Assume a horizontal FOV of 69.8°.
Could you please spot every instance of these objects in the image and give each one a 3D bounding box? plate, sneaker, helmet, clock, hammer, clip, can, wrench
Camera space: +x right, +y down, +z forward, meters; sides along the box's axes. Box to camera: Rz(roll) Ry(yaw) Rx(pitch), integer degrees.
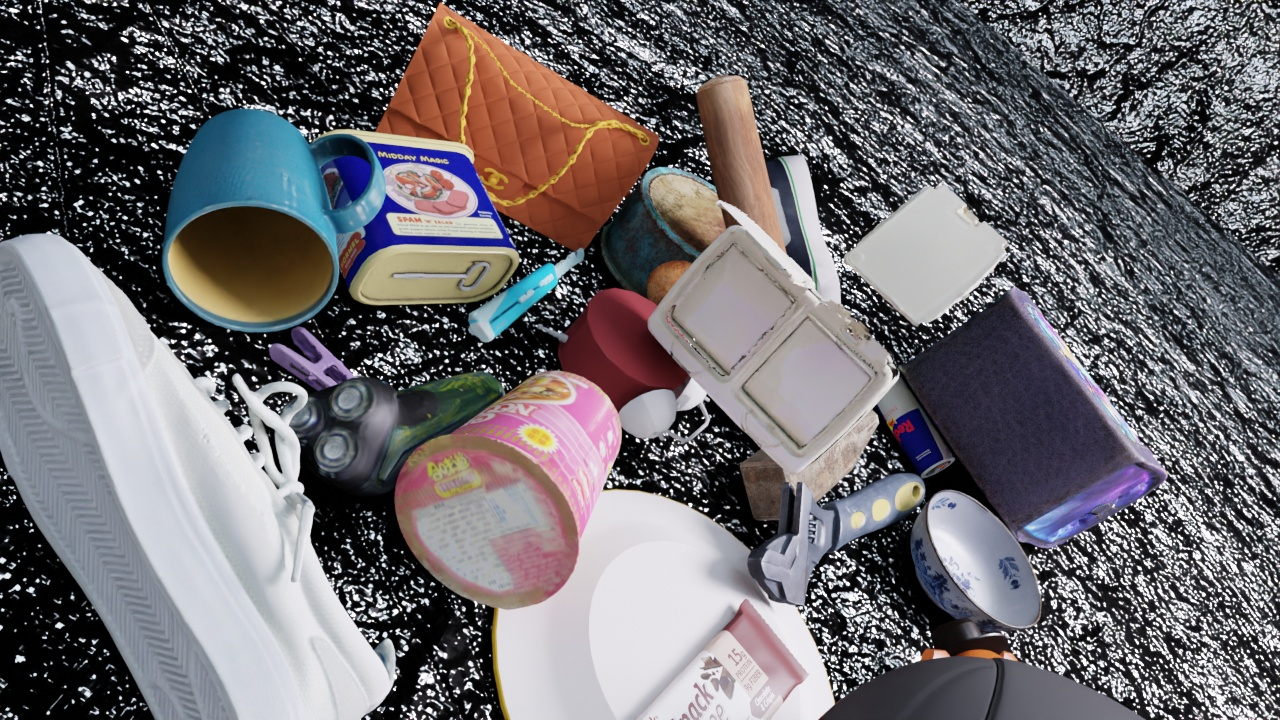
[{"bbox_3d":[0.027,0.168,0.506,0.229,0.021,0.229,24,40,-23],"label":"plate"},{"bbox_3d":[0.122,-0.079,0.805,0.079,0.084,0.235,-6,59,-2],"label":"sneaker"},{"bbox_3d":[0.145,0.229,0.417,0.264,0.165,0.170,-31,63,-31],"label":"helmet"},{"bbox_3d":[-0.004,0.004,0.621,0.124,0.044,0.086,47,37,6],"label":"clock"},{"bbox_3d":[0.096,-0.054,0.658,0.157,0.037,0.301,-25,102,-51],"label":"hammer"},{"bbox_3d":[-0.184,0.053,0.381,0.090,0.090,0.242,-20,75,-55],"label":"sneaker"},{"bbox_3d":[0.037,-0.071,0.708,0.121,0.073,0.157,7,46,-36],"label":"clock"},{"bbox_3d":[-0.174,0.005,0.493,0.052,0.013,0.035,43,38,-4],"label":"clip"},{"bbox_3d":[-0.142,-0.087,0.575,0.116,0.057,0.092,-5,59,-45],"label":"can"},{"bbox_3d":[0.233,0.054,0.797,0.032,0.032,0.095,-2,55,-43],"label":"can"},{"bbox_3d":[0.148,0.111,0.642,0.272,0.022,0.073,-3,87,-54],"label":"wrench"}]

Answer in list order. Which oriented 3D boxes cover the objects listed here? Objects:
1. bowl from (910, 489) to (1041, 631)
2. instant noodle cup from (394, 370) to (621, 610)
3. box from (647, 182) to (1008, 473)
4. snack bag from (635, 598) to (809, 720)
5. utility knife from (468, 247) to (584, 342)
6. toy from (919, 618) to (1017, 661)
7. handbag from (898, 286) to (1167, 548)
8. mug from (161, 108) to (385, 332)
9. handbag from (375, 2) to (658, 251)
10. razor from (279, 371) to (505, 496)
[{"bbox_3d":[0.243,0.158,0.693,0.114,0.045,0.114,24,40,-23],"label":"bowl"},{"bbox_3d":[-0.059,0.057,0.484,0.097,0.098,0.108,41,30,-3],"label":"instant noodle cup"},{"bbox_3d":[0.096,-0.039,0.532,0.143,0.193,0.106,45,18,14],"label":"box"},{"bbox_3d":[0.036,0.181,0.469,0.057,0.013,0.157,50,37,12],"label":"snack bag"},{"bbox_3d":[-0.075,-0.052,0.635,0.022,0.015,0.151,66,32,-18],"label":"utility knife"},{"bbox_3d":[0.225,0.246,0.561,0.112,0.096,0.176,10,36,-34],"label":"toy"},{"bbox_3d":[0.349,0.052,0.819,0.221,0.126,0.204,12,44,-59],"label":"handbag"},{"bbox_3d":[-0.192,-0.086,0.491,0.112,0.084,0.104,-19,49,-3],"label":"mug"},{"bbox_3d":[-0.087,-0.159,0.651,0.172,0.109,0.060,27,40,-21],"label":"handbag"},{"bbox_3d":[-0.118,0.028,0.479,0.054,0.067,0.151,40,27,15],"label":"razor"}]
